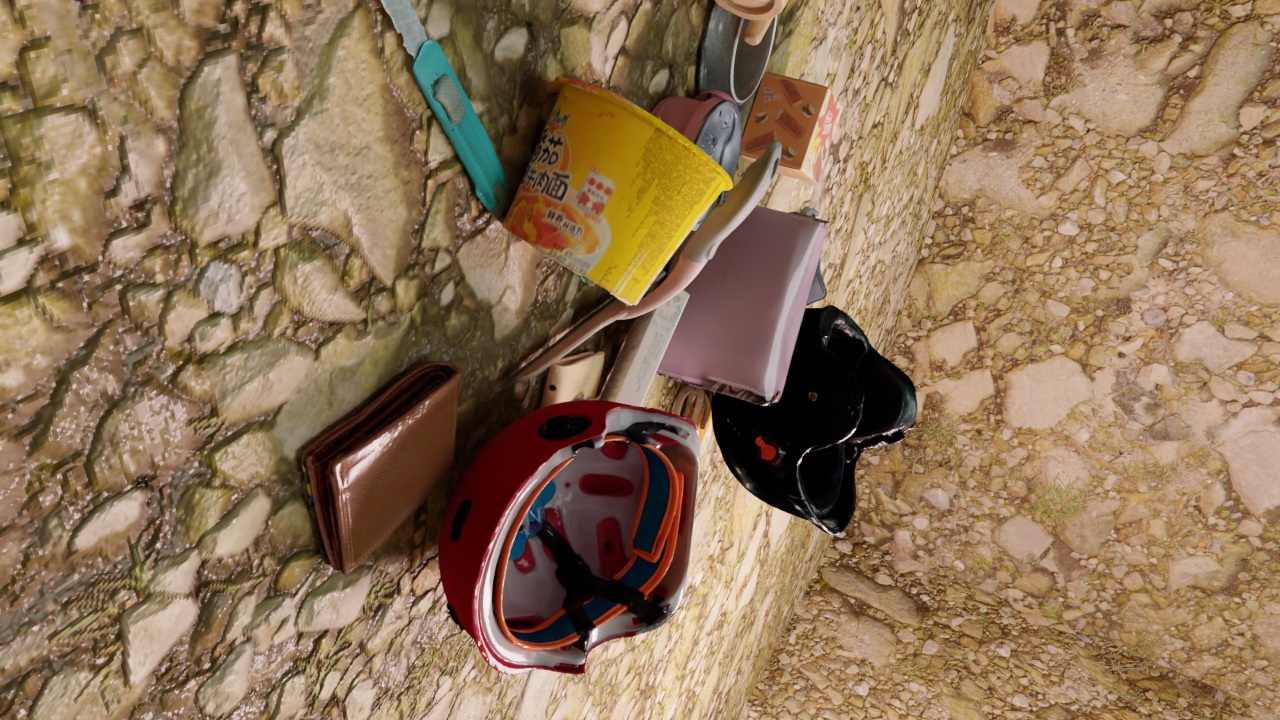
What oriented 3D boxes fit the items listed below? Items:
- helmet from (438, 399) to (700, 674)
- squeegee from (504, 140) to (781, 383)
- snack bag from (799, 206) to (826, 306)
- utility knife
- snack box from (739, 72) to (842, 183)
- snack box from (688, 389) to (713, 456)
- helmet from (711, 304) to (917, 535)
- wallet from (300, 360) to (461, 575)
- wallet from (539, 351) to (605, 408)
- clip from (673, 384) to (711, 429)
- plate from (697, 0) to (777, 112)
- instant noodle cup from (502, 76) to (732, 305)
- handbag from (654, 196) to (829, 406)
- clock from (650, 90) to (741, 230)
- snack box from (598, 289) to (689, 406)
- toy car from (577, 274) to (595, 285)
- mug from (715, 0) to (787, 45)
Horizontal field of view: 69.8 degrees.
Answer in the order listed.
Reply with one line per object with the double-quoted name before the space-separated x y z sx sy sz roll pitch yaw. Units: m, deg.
"helmet" -0.072 0.128 0.727 0.239 0.144 0.207 -13 113 -43
"squeegee" 0.034 -0.083 0.734 0.250 0.040 0.246 -41 180 40
"snack bag" 0.147 -0.094 1.035 0.191 0.038 0.110 147 -46 -61
"utility knife" -0.111 -0.150 0.531 0.029 0.013 0.217 -62 159 -18
"snack box" 0.172 -0.262 1.043 0.092 0.077 0.094 -2 111 -68
"snack box" 0.093 0.056 1.227 0.155 0.027 0.077 -61 158 -19
"helmet" 0.198 0.068 1.126 0.233 0.231 0.274 6 89 -55
"wallet" -0.162 0.067 0.596 0.124 0.032 0.101 -45 152 -46
"wallet" -0.067 0.049 0.828 0.087 0.024 0.115 -16 124 -59
"clip" 0.068 0.039 1.142 0.092 0.035 0.103 -28 131 -62
"plate" 0.103 -0.312 0.900 0.178 0.024 0.180 -51 153 -39
"instant noodle cup" -0.023 -0.111 0.634 0.110 0.138 0.138 -59 160 4
"handbag" 0.101 -0.066 0.951 0.098 0.145 0.197 -7 114 -64
"clock" 0.050 -0.186 0.838 0.158 0.060 0.117 -33 139 -55
"snack box" -0.005 0.005 0.879 0.156 0.027 0.085 -65 -169 -8
"toy car" -0.028 -0.104 0.753 0.091 0.036 0.043 -61 159 -24
"mug" 0.111 -0.352 0.800 0.103 0.084 0.124 -63 162 -10
